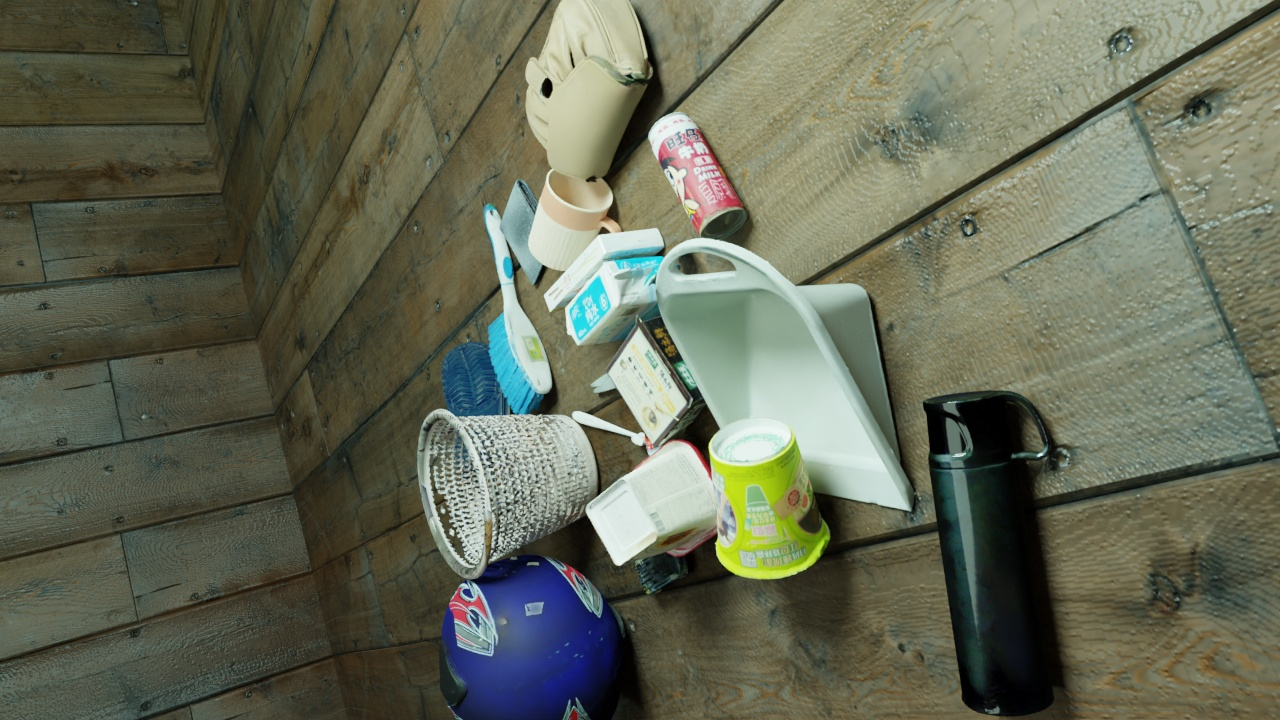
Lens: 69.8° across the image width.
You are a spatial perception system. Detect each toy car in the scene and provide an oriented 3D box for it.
[{"bbox_3d":[0.028,0.254,1.130,0.106,0.031,0.049,-47,61,51],"label":"toy car"}]

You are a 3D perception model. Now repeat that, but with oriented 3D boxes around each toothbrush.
[{"bbox_3d":[-0.044,0.088,1.203,0.180,0.016,0.016,13,108,54],"label":"toothbrush"}]

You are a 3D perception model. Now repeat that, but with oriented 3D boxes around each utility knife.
[{"bbox_3d":[0.020,-0.089,0.932,0.013,0.218,0.029,46,115,-4],"label":"utility knife"}]

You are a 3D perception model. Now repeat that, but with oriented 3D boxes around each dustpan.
[{"bbox_3d":[0.111,0.013,0.849,0.223,0.142,0.258,2,99,56],"label":"dustpan"}]

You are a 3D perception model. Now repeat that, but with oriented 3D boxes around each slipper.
[{"bbox_3d":[-0.239,0.086,1.427,0.095,0.105,0.252,56,-162,-59],"label":"slipper"}]

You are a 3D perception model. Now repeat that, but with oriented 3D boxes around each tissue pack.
[{"bbox_3d":[-0.023,-0.071,1.064,0.140,0.089,0.063,-41,65,53],"label":"tissue pack"}]

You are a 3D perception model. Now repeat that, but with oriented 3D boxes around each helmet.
[{"bbox_3d":[-0.159,0.386,1.253,0.316,0.246,0.240,8,107,62],"label":"helmet"}]

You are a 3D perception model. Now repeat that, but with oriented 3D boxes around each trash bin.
[{"bbox_3d":[-0.174,0.162,1.254,0.228,0.191,0.228,21,116,52],"label":"trash bin"}]

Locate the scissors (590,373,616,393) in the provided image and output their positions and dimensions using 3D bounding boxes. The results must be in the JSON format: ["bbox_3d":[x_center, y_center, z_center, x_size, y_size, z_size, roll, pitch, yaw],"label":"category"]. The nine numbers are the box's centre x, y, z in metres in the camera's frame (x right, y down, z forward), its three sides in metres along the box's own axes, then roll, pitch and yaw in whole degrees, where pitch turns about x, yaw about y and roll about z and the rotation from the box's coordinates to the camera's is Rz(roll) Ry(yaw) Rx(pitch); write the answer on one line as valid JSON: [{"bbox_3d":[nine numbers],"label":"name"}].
[{"bbox_3d":[-0.001,0.023,1.118,0.139,0.021,0.236,62,142,24],"label":"scissors"}]

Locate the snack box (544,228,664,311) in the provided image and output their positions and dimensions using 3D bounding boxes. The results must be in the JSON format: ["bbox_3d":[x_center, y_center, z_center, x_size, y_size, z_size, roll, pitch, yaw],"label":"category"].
[{"bbox_3d":[-0.046,-0.106,1.091,0.157,0.084,0.027,-39,69,53],"label":"snack box"}]

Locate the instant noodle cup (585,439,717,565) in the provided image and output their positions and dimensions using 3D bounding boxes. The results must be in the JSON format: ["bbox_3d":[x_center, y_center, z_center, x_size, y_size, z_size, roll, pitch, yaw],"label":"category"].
[{"bbox_3d":[0.017,0.163,1.016,0.117,0.124,0.116,-42,71,36],"label":"instant noodle cup"}]

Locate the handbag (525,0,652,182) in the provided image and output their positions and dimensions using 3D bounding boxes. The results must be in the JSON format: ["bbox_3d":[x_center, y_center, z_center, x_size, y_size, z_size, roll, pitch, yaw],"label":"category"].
[{"bbox_3d":[-0.068,-0.312,1.054,0.147,0.099,0.205,60,145,22],"label":"handbag"}]

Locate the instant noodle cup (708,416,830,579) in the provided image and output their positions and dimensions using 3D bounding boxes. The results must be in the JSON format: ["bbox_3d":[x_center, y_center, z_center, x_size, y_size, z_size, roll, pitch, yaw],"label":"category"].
[{"bbox_3d":[0.115,0.124,0.868,0.112,0.111,0.123,23,134,51],"label":"instant noodle cup"}]

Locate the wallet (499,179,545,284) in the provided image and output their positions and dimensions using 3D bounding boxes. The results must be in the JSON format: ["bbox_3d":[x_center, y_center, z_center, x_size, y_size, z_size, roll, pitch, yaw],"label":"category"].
[{"bbox_3d":[-0.161,-0.181,1.300,0.120,0.019,0.097,60,143,24],"label":"wallet"}]

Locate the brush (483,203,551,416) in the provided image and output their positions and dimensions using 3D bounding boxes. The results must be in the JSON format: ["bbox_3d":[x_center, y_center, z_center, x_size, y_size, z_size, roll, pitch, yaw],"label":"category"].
[{"bbox_3d":[-0.194,-0.076,1.352,0.110,0.060,0.314,-47,58,44],"label":"brush"}]

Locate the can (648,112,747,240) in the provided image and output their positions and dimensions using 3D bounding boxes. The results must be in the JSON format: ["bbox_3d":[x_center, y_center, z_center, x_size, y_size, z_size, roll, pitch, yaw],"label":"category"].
[{"bbox_3d":[0.057,-0.190,0.946,0.053,0.053,0.132,-52,57,48],"label":"can"}]

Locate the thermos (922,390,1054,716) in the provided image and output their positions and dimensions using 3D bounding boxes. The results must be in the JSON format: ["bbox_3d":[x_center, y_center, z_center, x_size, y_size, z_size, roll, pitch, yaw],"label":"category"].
[{"bbox_3d":[0.278,0.146,0.711,0.090,0.068,0.242,-7,93,34],"label":"thermos"}]

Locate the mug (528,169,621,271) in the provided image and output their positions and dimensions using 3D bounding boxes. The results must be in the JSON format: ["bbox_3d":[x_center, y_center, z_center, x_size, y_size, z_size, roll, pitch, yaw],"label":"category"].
[{"bbox_3d":[-0.077,-0.166,1.137,0.114,0.081,0.106,36,135,8],"label":"mug"}]

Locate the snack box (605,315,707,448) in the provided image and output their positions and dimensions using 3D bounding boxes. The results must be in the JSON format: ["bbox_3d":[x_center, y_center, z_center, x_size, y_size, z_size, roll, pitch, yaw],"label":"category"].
[{"bbox_3d":[0.022,0.020,1.025,0.113,0.053,0.126,57,144,16],"label":"snack box"}]

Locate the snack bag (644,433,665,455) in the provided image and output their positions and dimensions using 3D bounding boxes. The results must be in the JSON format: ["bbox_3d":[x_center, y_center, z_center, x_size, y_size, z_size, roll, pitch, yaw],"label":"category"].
[{"bbox_3d":[0.029,0.131,1.100,0.045,0.026,0.105,-19,85,49],"label":"snack bag"}]
